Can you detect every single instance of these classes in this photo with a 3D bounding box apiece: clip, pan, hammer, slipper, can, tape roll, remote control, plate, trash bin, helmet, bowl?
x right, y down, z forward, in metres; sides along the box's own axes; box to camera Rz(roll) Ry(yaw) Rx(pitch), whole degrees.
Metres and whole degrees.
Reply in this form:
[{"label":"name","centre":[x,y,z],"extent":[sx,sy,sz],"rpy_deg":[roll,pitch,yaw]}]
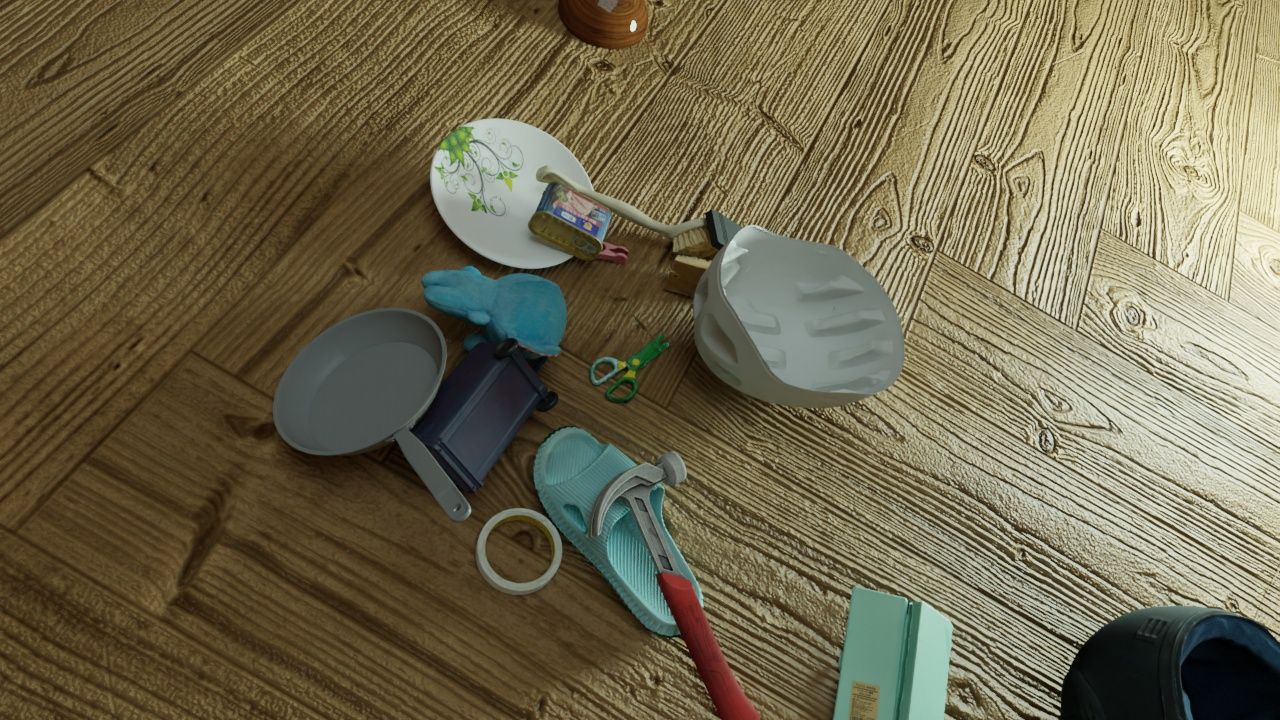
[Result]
[{"label":"clip","centre":[-0.046,-0.152,1.247],"extent":[0.060,0.023,0.044],"rpy_deg":[-6,65,-15]},{"label":"pan","centre":[-0.257,0.064,0.954],"extent":[0.200,0.051,0.356],"rpy_deg":[-37,50,-14]},{"label":"hammer","centre":[0.046,0.265,0.987],"extent":[0.126,0.036,0.315],"rpy_deg":[-22,86,-28]},{"label":"slipper","centre":[-0.021,0.185,1.033],"extent":[0.115,0.070,0.276],"rpy_deg":[-30,75,-32]},{"label":"can","centre":[-0.090,-0.182,1.201],"extent":[0.100,0.054,0.058],"rpy_deg":[27,56,-14]},{"label":"tape roll","centre":[-0.134,0.210,1.013],"extent":[0.094,0.019,0.093],"rpy_deg":[8,59,-14]},{"label":"remote control","centre":[0.139,-0.161,1.275],"extent":[0.133,0.013,0.058],"rpy_deg":[22,50,-43]},{"label":"plate","centre":[-0.170,-0.219,1.229],"extent":[0.229,0.030,0.229],"rpy_deg":[11,64,-22]},{"label":"trash bin","centre":[-0.183,0.062,1.021],"extent":[0.160,0.092,0.094],"rpy_deg":[-56,130,-30]},{"label":"helmet","centre":[0.203,-0.048,1.169],"extent":[0.282,0.184,0.223],"rpy_deg":[2,67,-10]},{"label":"helmet","centre":[0.587,0.431,0.984],"extent":[0.249,0.237,0.315],"rpy_deg":[11,52,-10]},{"label":"bowl","centre":[-0.051,-0.572,1.453],"extent":[0.147,0.069,0.147],"rpy_deg":[8,60,-13]}]

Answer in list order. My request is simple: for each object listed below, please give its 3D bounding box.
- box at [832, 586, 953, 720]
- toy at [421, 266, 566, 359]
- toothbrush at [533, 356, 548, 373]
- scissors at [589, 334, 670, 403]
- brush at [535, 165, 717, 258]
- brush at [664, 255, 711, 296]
[{"label":"box","centre":[0.293,0.362,1.050],"extent":[0.138,0.057,0.186],"rpy_deg":[24,56,-11]},{"label":"toy","centre":[-0.175,-0.053,1.099],"extent":[0.180,0.115,0.183],"rpy_deg":[10,29,-23]},{"label":"toothbrush","centre":[-0.155,0.049,1.101],"extent":[0.017,0.016,0.189],"rpy_deg":[25,57,6]},{"label":"scissors","centre":[-0.012,0.000,1.177],"extent":[0.071,0.014,0.130],"rpy_deg":[40,59,7]},{"label":"brush","centre":[-0.014,-0.204,1.252],"extent":[0.272,0.062,0.077],"rpy_deg":[19,47,-13]},{"label":"brush","centre":[0.094,-0.113,1.253],"extent":[0.117,0.049,0.039],"rpy_deg":[10,36,-11]}]
